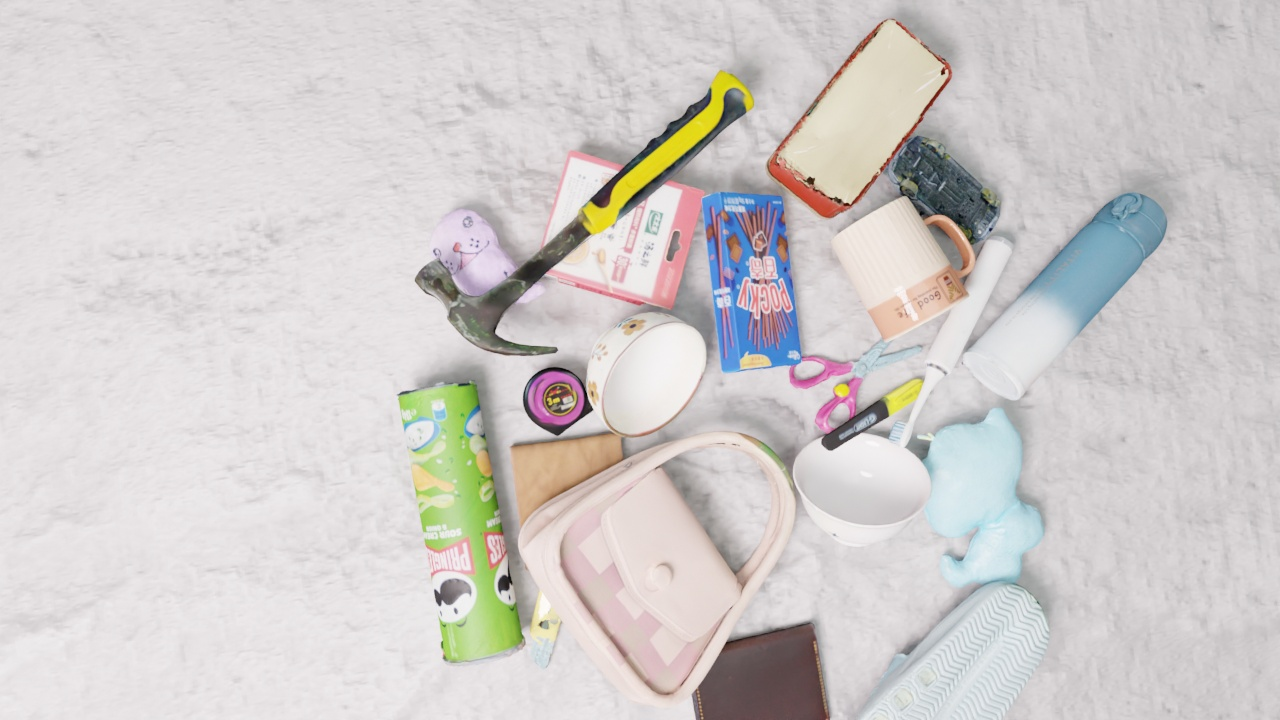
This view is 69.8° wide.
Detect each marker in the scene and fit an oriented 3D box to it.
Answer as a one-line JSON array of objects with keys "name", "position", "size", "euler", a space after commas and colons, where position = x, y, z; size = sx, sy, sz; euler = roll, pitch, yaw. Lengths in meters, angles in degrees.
[{"name": "marker", "position": [0.214, 0.049, 0.837], "size": [0.124, 0.015, 0.018], "euler": [-28, 99, -20]}]

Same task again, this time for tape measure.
[{"name": "tape measure", "position": [-0.076, 0.034, 0.816], "size": [0.057, 0.039, 0.058], "euler": [-38, 96, -5]}]

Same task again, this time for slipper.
[{"name": "slipper", "position": [0.265, 0.298, 0.819], "size": [0.104, 0.074, 0.245], "euler": [44, 80, -1]}]

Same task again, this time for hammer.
[{"name": "hammer", "position": [-0.029, -0.127, 0.783], "size": [0.323, 0.032, 0.126], "euler": [-42, 91, -6]}]

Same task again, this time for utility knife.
[{"name": "utility knife", "position": [-0.071, 0.191, 0.815], "size": [0.031, 0.019, 0.173], "euler": [15, 99, -2]}]

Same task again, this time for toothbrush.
[{"name": "toothbrush", "position": [0.285, -0.017, 0.842], "size": [0.026, 0.027, 0.220], "euler": [22, 76, 37]}]

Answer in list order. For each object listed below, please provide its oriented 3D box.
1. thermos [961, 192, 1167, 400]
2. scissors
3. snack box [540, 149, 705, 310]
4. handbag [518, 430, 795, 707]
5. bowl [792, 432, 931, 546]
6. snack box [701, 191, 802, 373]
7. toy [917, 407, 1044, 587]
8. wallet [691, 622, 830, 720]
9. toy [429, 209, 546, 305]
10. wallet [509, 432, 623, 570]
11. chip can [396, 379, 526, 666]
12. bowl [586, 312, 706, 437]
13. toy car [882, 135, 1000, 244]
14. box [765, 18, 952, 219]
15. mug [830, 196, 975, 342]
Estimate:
[{"name": "thermos", "position": [0.394, -0.063, 0.847], "size": [0.070, 0.070, 0.220], "euler": [44, 85, -2]}, {"name": "scissors", "position": [0.197, 0.001, 0.853], "size": [0.096, 0.017, 0.137], "euler": [42, 80, 7]}, {"name": "snack box", "position": [-0.019, -0.114, 0.822], "size": [0.127, 0.044, 0.113], "euler": [17, 86, -3]}, {"name": "handbag", "position": [0.033, 0.158, 0.791], "size": [0.233, 0.093, 0.193], "euler": [-37, 104, -16]}, {"name": "bowl", "position": [0.193, 0.126, 0.816], "size": [0.118, 0.118, 0.065], "euler": [-6, 127, -5]}, {"name": "snack box", "position": [0.100, -0.070, 0.820], "size": [0.084, 0.026, 0.157], "euler": [-6, 89, -41]}, {"name": "toy", "position": [0.309, 0.126, 0.841], "size": [0.156, 0.050, 0.161], "euler": [31, 93, -11]}, {"name": "wallet", "position": [0.107, 0.297, 0.833], "size": [0.122, 0.020, 0.096], "euler": [-10, 94, -6]}, {"name": "toy", "position": [-0.145, -0.082, 0.814], "size": [0.084, 0.039, 0.108], "euler": [-35, 93, 15]}, {"name": "wallet", "position": [-0.061, 0.127, 0.824], "size": [0.101, 0.020, 0.115], "euler": [-8, 91, -4]}, {"name": "chip can", "position": [-0.155, 0.136, 0.789], "size": [0.072, 0.072, 0.236], "euler": [-11, 89, -5]}, {"name": "bowl", "position": [-0.005, 0.005, 0.801], "size": [0.113, 0.113, 0.062], "euler": [-49, 51, -5]}, {"name": "toy car", "position": [0.282, -0.158, 0.856], "size": [0.120, 0.037, 0.054], "euler": [35, 85, -13]}, {"name": "box", "position": [0.197, -0.219, 0.828], "size": [0.091, 0.079, 0.168], "euler": [38, 85, -4]}, {"name": "mug", "position": [0.243, -0.089, 0.826], "size": [0.114, 0.082, 0.106], "euler": [-29, 86, -13]}]
